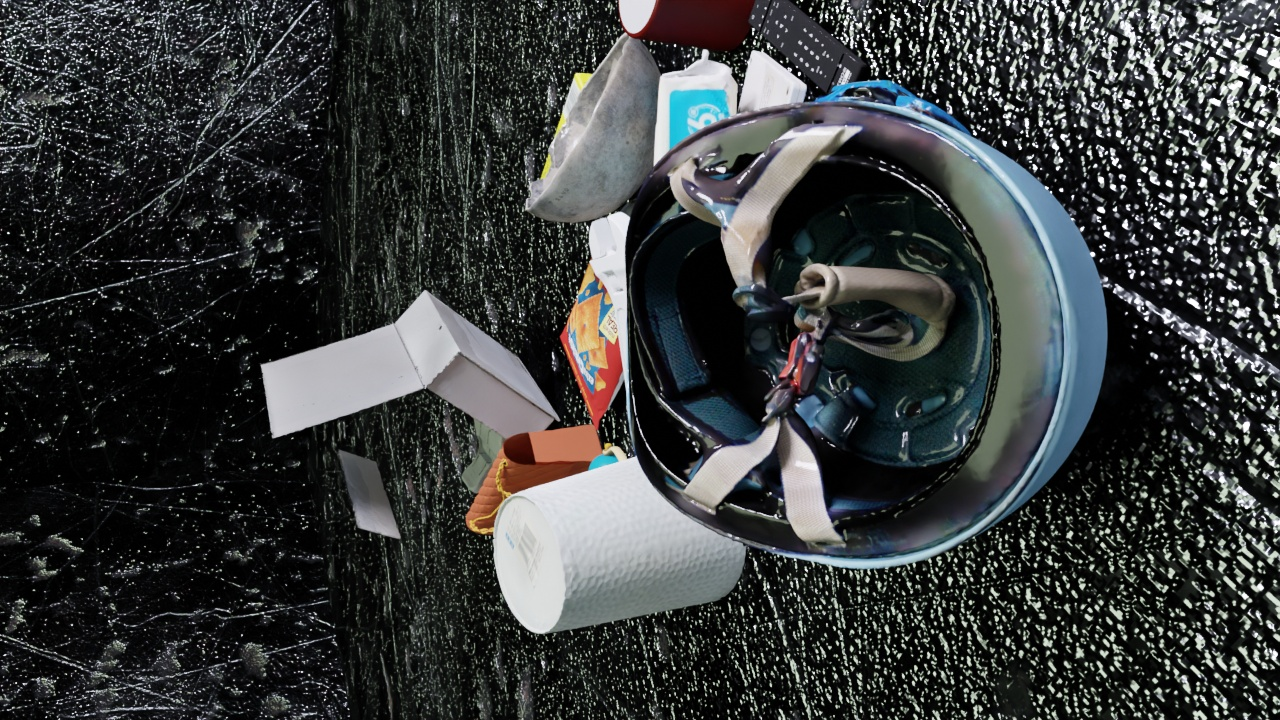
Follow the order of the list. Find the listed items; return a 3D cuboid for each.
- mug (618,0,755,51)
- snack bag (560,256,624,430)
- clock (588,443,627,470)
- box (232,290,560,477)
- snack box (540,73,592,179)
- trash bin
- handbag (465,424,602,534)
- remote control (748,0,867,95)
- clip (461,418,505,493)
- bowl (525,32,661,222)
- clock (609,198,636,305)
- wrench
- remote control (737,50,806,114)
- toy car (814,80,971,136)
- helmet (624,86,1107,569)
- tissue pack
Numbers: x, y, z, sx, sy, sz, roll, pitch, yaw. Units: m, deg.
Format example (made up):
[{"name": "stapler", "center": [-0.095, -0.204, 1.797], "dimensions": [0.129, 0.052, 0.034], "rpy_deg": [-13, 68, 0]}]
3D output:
[{"name": "mug", "center": [0.028, -0.280, 0.709], "dimensions": [0.106, 0.082, 0.073], "rpy_deg": [20, 109, 62]}, {"name": "snack bag", "center": [-0.040, -0.027, 0.911], "dimensions": [0.130, 0.039, 0.144], "rpy_deg": [66, 146, 37]}, {"name": "clock", "center": [-0.024, 0.144, 0.891], "dimensions": [0.130, 0.043, 0.099], "rpy_deg": [104, 150, -42]}, {"name": "box", "center": [-0.278, 0.031, 1.048], "dimensions": [0.167, 0.338, 0.161], "rpy_deg": [-132, 36, -53]}, {"name": "snack box", "center": [-0.066, -0.225, 0.948], "dimensions": [0.148, 0.040, 0.029], "rpy_deg": [-62, 38, 44]}, {"name": "trash bin", "center": [-0.020, 0.143, 0.724], "dimensions": [0.133, 0.161, 0.133], "rpy_deg": [11, 103, 52]}, {"name": "handbag", "center": [-0.120, 0.141, 1.004], "dimensions": [0.172, 0.108, 0.060], "rpy_deg": [-57, 43, 49]}, {"name": "remote control", "center": [0.111, -0.218, 0.629], "dimensions": [0.140, 0.009, 0.030], "rpy_deg": [61, 143, 42]}, {"name": "clip", "center": [-0.184, 0.101, 1.194], "dimensions": [0.125, 0.073, 0.143], "rpy_deg": [35, 113, 61]}, {"name": "bowl", "center": [-0.026, -0.191, 0.809], "dimensions": [0.179, 0.081, 0.178], "rpy_deg": [-55, 18, 27]}, {"name": "clock", "center": [0.008, -0.072, 0.795], "dimensions": [0.104, 0.056, 0.148], "rpy_deg": [7, 96, 63]}, {"name": "wrench", "center": [-0.005, 0.005, 0.787], "dimensions": [0.066, 0.018, 0.274], "rpy_deg": [25, 132, 49]}, {"name": "remote control", "center": [0.088, -0.176, 0.629], "dimensions": [0.135, 0.011, 0.050], "rpy_deg": [-100, 20, -63]}, {"name": "toy car", "center": [0.139, -0.136, 0.529], "dimensions": [0.043, 0.056, 0.120], "rpy_deg": [-62, 27, 6]}, {"name": "helmet", "center": [0.113, -0.018, 0.463], "dimensions": [0.266, 0.166, 0.225], "rpy_deg": [12, 105, 54]}, {"name": "tissue pack", "center": [0.041, -0.119, 0.681], "dimensions": [0.117, 0.066, 0.209], "rpy_deg": [-54, -35, -86]}]
